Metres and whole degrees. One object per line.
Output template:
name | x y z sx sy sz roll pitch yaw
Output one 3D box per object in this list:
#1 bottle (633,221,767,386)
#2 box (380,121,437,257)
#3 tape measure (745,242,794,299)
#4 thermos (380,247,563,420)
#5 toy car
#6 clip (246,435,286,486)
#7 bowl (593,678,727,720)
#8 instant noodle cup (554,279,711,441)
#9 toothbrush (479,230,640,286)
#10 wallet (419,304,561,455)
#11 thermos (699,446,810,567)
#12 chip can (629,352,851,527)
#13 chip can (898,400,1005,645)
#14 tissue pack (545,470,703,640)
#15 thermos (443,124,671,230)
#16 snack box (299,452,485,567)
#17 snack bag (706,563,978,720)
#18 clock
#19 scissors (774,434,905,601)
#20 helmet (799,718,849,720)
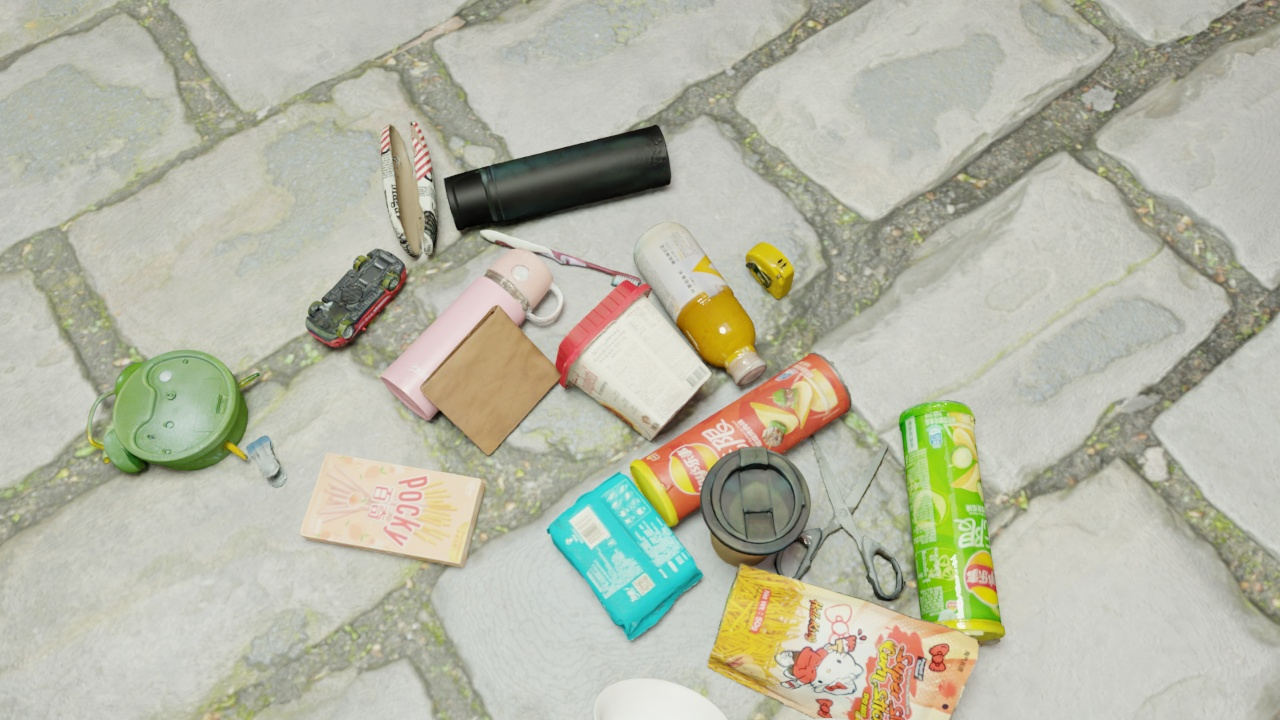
bottle | 0.063 -0.058 0.944 0.068 0.068 0.189 -28 68 -12
box | -0.262 -0.186 1.010 0.073 0.076 0.163 -11 67 -9
tape measure | 0.134 -0.095 0.966 0.029 0.060 0.057 -41 72 -12
thermos | -0.164 -0.025 0.936 0.087 0.067 0.198 43 70 -3
toy car | -0.295 -0.063 0.961 0.053 0.045 0.120 32 64 16
clip | -0.369 0.098 0.902 0.024 0.027 0.056 -31 59 -15
bowl | 0.013 0.326 0.762 0.118 0.118 0.065 14 105 7
instant noodle cup | -0.005 0.005 0.898 0.124 0.116 0.116 43 72 6
toothbrush | -0.089 -0.109 0.999 0.187 0.016 0.017 18 76 8
wallet | -0.146 0.020 0.905 0.115 0.020 0.101 -48 116 -17
thermos | 0.097 0.137 0.812 0.093 0.143 0.093 0 66 1
chip can | 0.098 0.075 0.881 0.216 0.073 0.073 -30 68 -13
chip can | 0.284 0.145 0.847 0.072 0.073 0.221 1 66 1
tissue pack | -0.014 0.177 0.846 0.093 0.050 0.133 -35 70 -16
thermos | -0.094 -0.208 1.018 0.242 0.068 0.090 -13 44 -5
snack box | -0.235 0.142 0.877 0.157 0.026 0.084 9 66 5
snack bag | 0.168 0.258 0.790 0.208 0.073 0.129 20 103 12
clock | -0.464 0.053 0.903 0.161 0.056 0.116 -2 65 -1
scissors | 0.197 0.151 0.877 0.159 0.014 0.180 40 71 17
helmet | 0.112 0.369 0.684 0.258 0.229 0.146 -30 31 -10
